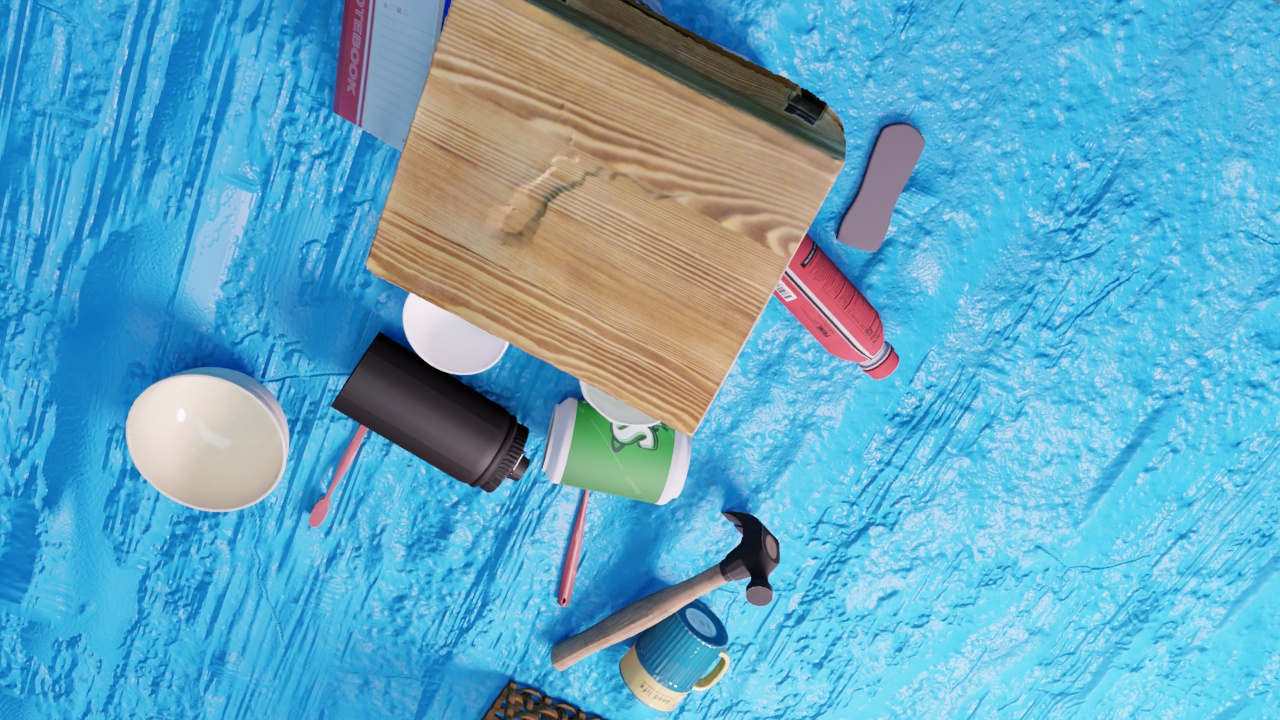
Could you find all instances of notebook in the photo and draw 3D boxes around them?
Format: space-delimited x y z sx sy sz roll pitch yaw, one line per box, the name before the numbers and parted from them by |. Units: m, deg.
notebook | -0.203 -0.285 0.745 0.012 0.153 0.209 -9 122 -44

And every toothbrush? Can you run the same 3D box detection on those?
toothbrush | -0.070 0.195 1.015 0.016 0.016 0.190 10 113 -7
toothbrush | -0.308 0.101 0.970 0.015 0.015 0.185 28 107 -13

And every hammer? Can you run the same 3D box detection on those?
hammer | 0.019 0.267 1.011 0.306 0.132 0.040 -34 111 25

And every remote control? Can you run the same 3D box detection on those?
remote control | 0.228 -0.164 0.871 0.046 0.009 0.125 16 112 -9

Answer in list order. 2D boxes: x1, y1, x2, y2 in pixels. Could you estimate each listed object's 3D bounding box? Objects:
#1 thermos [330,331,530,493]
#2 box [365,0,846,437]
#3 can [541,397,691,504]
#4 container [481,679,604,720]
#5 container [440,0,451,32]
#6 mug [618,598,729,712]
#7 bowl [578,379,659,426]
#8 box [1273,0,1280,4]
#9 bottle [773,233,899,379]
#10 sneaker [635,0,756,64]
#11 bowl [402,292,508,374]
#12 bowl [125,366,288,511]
thermos | -0.196 0.061 0.914 0.198 0.086 0.086 33 108 -15
box | -0.021 -0.128 0.681 0.279 0.167 0.246 28 118 3
can | -0.025 0.092 0.933 0.140 0.087 0.088 13 113 -8
container | -0.124 0.570 1.067 0.214 0.219 0.252 29 110 -14
container | -0.158 -0.254 0.772 0.058 0.096 0.114 -11 120 -32
mug | 0.051 0.338 1.052 0.113 0.083 0.107 28 107 -26
bowl | -0.005 0.005 0.902 0.117 0.061 0.117 0 90 -5
box | 0.477 -0.308 0.587 0.119 0.478 0.167 16 115 -38
bottle | 0.186 -0.050 0.892 0.062 0.062 0.176 -41 109 15
sneaker | -0.001 -0.248 0.760 0.269 0.132 0.103 26 112 -11
bowl | -0.170 -0.044 0.883 0.105 0.054 0.105 4 118 7
bowl | -0.419 0.067 0.915 0.151 0.075 0.151 -1 114 -2
